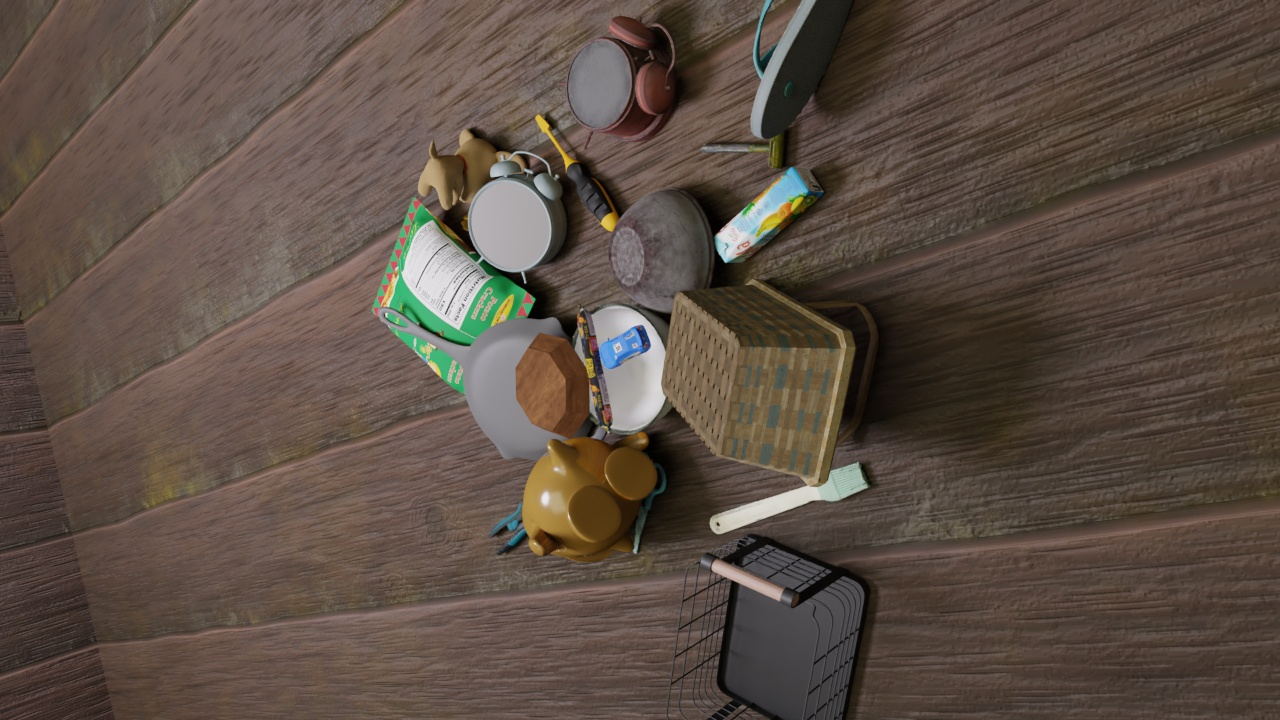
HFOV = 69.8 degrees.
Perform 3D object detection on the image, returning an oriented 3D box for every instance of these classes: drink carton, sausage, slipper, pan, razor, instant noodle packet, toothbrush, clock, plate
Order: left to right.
[{"bbox_3d":[-0.266,-0.076,1.268,0.253,0.090,0.196,40,118,22],"label":"instant noodle packet"},{"bbox_3d":[-0.203,0.014,1.202,0.354,0.024,0.217,27,114,12],"label":"pan"},{"bbox_3d":[-0.155,-0.186,1.166,0.122,0.045,0.159,22,114,11],"label":"clock"},{"bbox_3d":[-0.113,0.032,1.115,0.131,0.025,0.131,13,109,43],"label":"plate"},{"bbox_3d":[-0.080,-0.235,1.135,0.031,0.030,0.196,-41,68,19],"label":"toothbrush"},{"bbox_3d":[-0.053,0.010,1.063,0.020,0.020,0.155,-12,90,39],"label":"sausage"},{"bbox_3d":[-0.016,-0.319,1.043,0.158,0.072,0.120,-28,79,39],"label":"clock"},{"bbox_3d":[0.109,-0.229,0.991,0.106,0.026,0.042,12,106,41],"label":"razor"},{"bbox_3d":[0.131,-0.151,0.969,0.129,0.044,0.038,-40,71,35],"label":"drink carton"},{"bbox_3d":[0.165,-0.345,0.885,0.055,0.098,0.269,34,108,29],"label":"slipper"}]

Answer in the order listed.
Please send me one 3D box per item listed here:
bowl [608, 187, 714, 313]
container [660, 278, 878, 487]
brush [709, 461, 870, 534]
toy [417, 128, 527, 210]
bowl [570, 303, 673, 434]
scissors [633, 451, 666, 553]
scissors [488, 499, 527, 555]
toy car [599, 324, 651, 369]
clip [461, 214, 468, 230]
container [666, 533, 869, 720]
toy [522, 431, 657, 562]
[{"bbox_3d":[0.012,-0.120,1.029,0.145,0.067,0.145,20,115,53],"label":"bowl"},{"bbox_3d":[0.143,0.013,0.914,0.250,0.186,0.158,-130,46,-68],"label":"container"},{"bbox_3d":[0.158,0.158,1.018,0.218,0.012,0.033,-28,79,39],"label":"brush"},{"bbox_3d":[-0.234,-0.250,1.213,0.134,0.108,0.106,32,132,31],"label":"toy"},{"bbox_3d":[-0.006,0.006,1.086,0.154,0.072,0.153,7,101,39],"label":"bowl"},{"bbox_3d":[0.006,0.183,1.145,0.063,0.015,0.139,21,115,39],"label":"scissors"},{"bbox_3d":[-0.171,0.223,1.286,0.138,0.019,0.129,13,104,35],"label":"scissors"},{"bbox_3d":[-0.026,-0.015,1.011,0.092,0.061,0.033,-27,80,38],"label":"toy car"},{"bbox_3d":[-0.216,-0.181,1.248,0.047,0.052,0.039,35,122,-4],"label":"clip"},{"bbox_3d":[0.130,0.320,0.988,0.163,0.130,0.241,17,107,36],"label":"container"},{"bbox_3d":[-0.075,0.182,1.125,0.162,0.198,0.204,44,149,2],"label":"toy"}]
